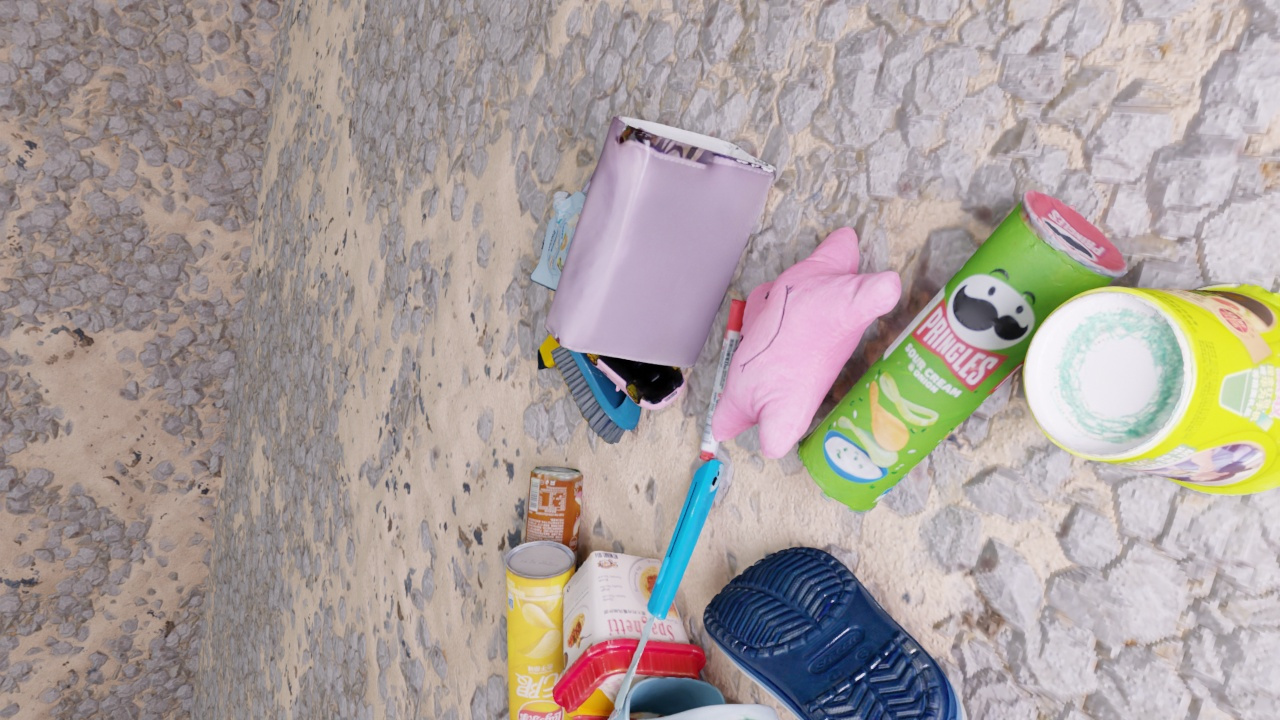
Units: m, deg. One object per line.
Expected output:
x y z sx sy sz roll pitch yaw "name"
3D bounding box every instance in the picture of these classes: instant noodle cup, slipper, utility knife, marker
0.258 0.010 0.449 0.112 0.123 0.111 -11 77 54 "instant noodle cup"
-0.017 0.249 0.834 0.117 0.116 0.124 -56 32 36 "instant noodle cup"
0.030 0.291 0.736 0.246 0.104 0.074 130 145 -55 "slipper"
-0.076 -0.038 1.026 0.157 0.015 0.033 -47 56 40 "utility knife"
0.137 0.212 0.632 0.095 0.105 0.253 57 167 -18 "slipper"
0.022 0.186 0.769 0.034 0.018 0.224 -28 35 61 "utility knife"
0.073 0.018 0.805 0.017 0.017 0.145 25 106 53 "marker"

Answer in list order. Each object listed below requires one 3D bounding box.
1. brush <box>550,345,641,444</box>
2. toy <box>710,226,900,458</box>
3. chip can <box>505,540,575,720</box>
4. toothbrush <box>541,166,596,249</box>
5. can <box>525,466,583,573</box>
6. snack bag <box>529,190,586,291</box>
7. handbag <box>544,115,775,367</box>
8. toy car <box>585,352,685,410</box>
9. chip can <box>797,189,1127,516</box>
-0.039 0.016 0.936 0.074 0.055 0.143 -44 47 15 "brush"
0.110 -0.012 0.697 0.195 0.074 0.178 -58 19 16 "toy"
-0.101 0.293 0.934 0.072 0.072 0.213 27 121 53 "chip can"
-0.066 -0.186 1.026 0.188 0.017 0.016 -50 49 40 "toothbrush"
-0.095 0.190 0.988 0.058 0.057 0.147 4 90 55 "can"
-0.058 -0.116 0.952 0.191 0.038 0.110 30 114 56 "snack bag"
0.009 -0.101 0.800 0.098 0.144 0.197 43 120 45 "handbag"
-0.005 0.005 0.883 0.122 0.056 0.037 41 160 39 "toy car"
0.194 0.004 0.588 0.237 0.072 0.072 -55 45 36 "chip can"
